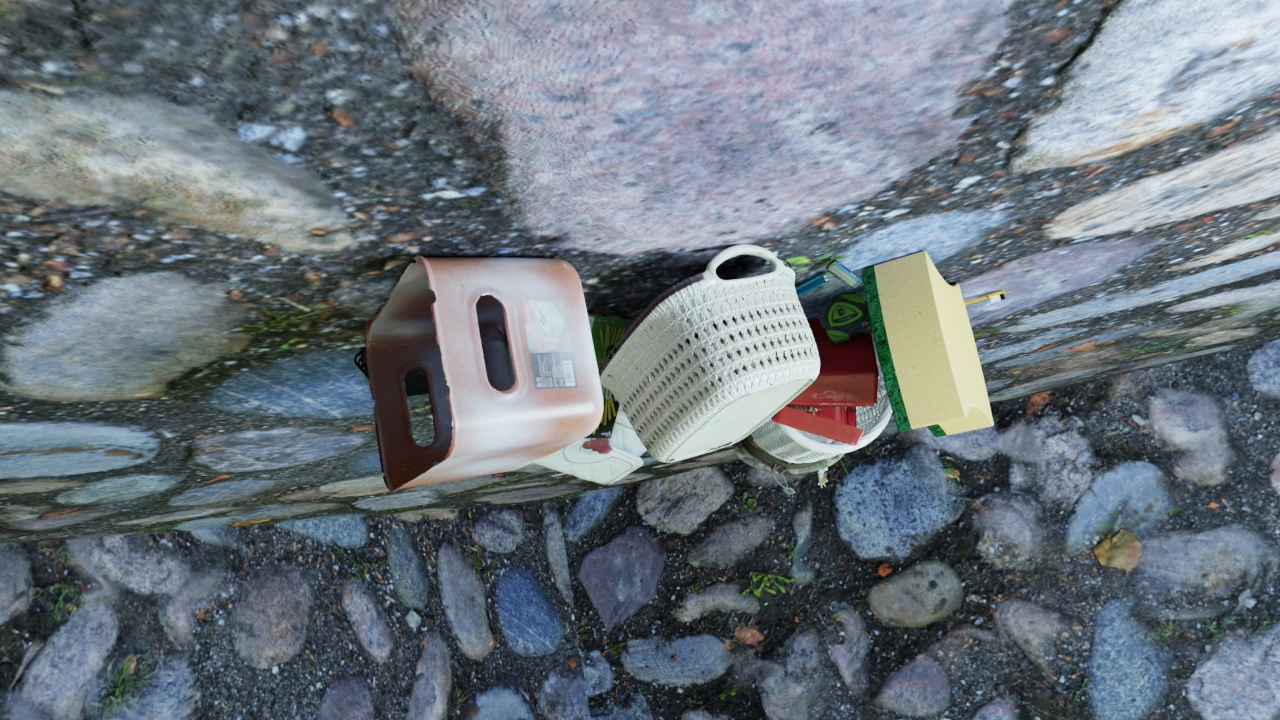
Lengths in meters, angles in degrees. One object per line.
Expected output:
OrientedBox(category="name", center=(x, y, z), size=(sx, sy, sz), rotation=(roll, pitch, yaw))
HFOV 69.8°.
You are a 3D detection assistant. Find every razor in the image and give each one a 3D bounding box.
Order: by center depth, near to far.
OrientedBox(category="razor", center=(0.200, -0.088, 1.076), size=(0.042, 0.022, 0.144), rotation=(35, 157, -16))

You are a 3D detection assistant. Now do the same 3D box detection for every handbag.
OrientedBox(category="handbag", center=(-0.081, 0.088, 1.196), size=(0.198, 0.096, 0.142), rotation=(24, 116, -44))

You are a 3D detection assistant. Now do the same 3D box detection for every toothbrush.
OrientedBox(category="toothbrush", center=(0.427, -0.070, 1.326), size=(0.197, 0.031, 0.031), rotation=(-16, 172, 9))

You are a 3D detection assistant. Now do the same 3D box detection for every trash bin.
OrientedBox(category="trash bin", center=(-0.160, 0.016, 0.895), size=(0.157, 0.181, 0.260), rotation=(-5, 167, -30))

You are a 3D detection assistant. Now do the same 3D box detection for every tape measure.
OrientedBox(category="tape measure", center=(0.264, -0.054, 1.185), size=(0.066, 0.058, 0.036), rotation=(-16, 162, 13))

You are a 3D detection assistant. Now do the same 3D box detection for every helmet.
OrientedBox(category="helmet", center=(0.267, 0.108, 1.601), size=(0.224, 0.192, 0.236), rotation=(-33, 139, 10))

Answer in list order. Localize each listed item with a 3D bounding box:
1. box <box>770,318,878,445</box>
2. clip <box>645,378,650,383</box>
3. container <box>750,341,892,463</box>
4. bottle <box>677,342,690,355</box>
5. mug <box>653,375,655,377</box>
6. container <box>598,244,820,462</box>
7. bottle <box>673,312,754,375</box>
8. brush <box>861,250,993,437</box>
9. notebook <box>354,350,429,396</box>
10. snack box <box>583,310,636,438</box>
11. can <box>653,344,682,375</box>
OrientedBox(category="box", center=(0.241, 0.012, 1.211), size=(0.135, 0.157, 0.118), rotation=(11, 124, 1))
OrientedBox(category="clip", center=(-0.007, 0.008, 1.259), size=(0.054, 0.040, 0.101), rotation=(21, -151, -5))
OrientedBox(category="container", center=(0.263, 0.056, 1.392), size=(0.189, 0.189, 0.187), rotation=(-8, 169, -7))
OrientedBox(category="bottle", center=(0.080, 0.004, 1.343), size=(0.083, 0.046, 0.174), rotation=(-9, 168, -3))
OrientedBox(category="mug", center=(-0.018, 0.049, 1.394), size=(0.110, 0.096, 0.122), rotation=(-9, -171, 18))
OrientedBox(category="container", center=(0.074, 0.004, 0.982), size=(0.184, 0.143, 0.252), rotation=(-11, 157, -31))
OrientedBox(category="bottle", center=(0.101, 0.006, 1.209), size=(0.164, 0.071, 0.071), rotation=(-35, 157, 28))
OrientedBox(category="brush", center=(0.358, -0.011, 1.131), size=(0.075, 0.195, 0.249), rotation=(-16, 167, 26))
OrientedBox(category="notebook", center=(-0.258, 0.010, 1.167), size=(0.169, 0.019, 0.232), rotation=(-9, 168, -8))
OrientedBox(category="snack box", center=(-0.052, 0.018, 1.081), size=(0.025, 0.148, 0.080), rotation=(23, -168, 39))
OrientedBox(category="can", center=(0.024, -0.018, 1.173), size=(0.054, 0.054, 0.138), rotation=(-8, 168, -7))
